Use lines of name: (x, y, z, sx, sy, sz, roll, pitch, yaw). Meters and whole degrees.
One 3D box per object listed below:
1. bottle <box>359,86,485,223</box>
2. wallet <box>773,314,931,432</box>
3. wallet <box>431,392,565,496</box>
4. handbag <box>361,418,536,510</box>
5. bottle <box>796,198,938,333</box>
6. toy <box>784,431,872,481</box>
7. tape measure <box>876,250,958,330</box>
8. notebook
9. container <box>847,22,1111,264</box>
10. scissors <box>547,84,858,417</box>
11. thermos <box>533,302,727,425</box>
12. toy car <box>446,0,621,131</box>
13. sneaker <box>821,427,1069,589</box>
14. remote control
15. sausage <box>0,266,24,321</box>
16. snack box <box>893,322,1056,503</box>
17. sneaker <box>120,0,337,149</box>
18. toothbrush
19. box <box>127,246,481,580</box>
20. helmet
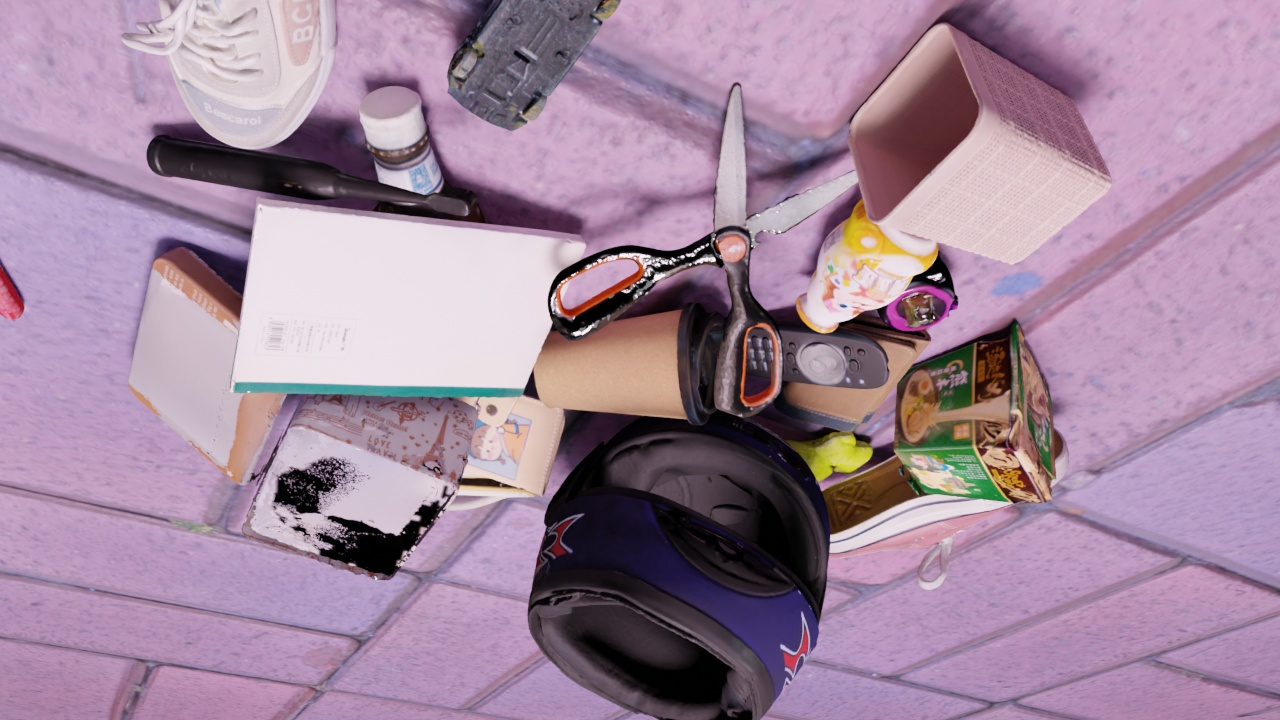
bottle: (-0.143, -0.090, 0.609, 0.080, 0.044, 0.195, -7, 142, -3)
wallet: (0.172, 0.010, 0.751, 0.090, 0.033, 0.116, 11, 138, -12)
wallet: (-0.123, 0.056, 0.757, 0.115, 0.024, 0.087, 18, 110, 6)
handbag: (-0.175, 0.108, 0.863, 0.163, 0.063, 0.179, 3, 147, -1)
bottle: (0.150, -0.063, 0.626, 0.063, 0.063, 0.109, 16, 141, -20)
toy: (0.161, 0.093, 0.861, 0.100, 0.031, 0.096, -30, 136, 33)
tape measure: (0.198, -0.048, 0.664, 0.057, 0.039, 0.058, -15, 141, 19)
notebook: (-0.154, -0.031, 0.614, 0.208, 0.012, 0.151, 2, 131, -31)
container: (0.197, -0.119, 0.533, 0.110, 0.089, 0.090, 14, 141, -24)
scissors: (0.049, -0.056, 0.595, 0.235, 0.021, 0.221, -18, 117, 7)
thermos: (-0.004, 0.004, 0.703, 0.143, 0.092, 0.093, -2, 144, 18)
toy car: (-0.058, -0.179, 0.497, 0.054, 0.036, 0.121, 27, 126, -30)
sneaker: (0.273, 0.131, 0.840, 0.241, 0.118, 0.088, -26, 124, 20)
remote control: (0.126, -0.007, 0.707, 0.137, 0.024, 0.053, 7, 128, 30)
sausage: (-0.470, -0.078, 0.648, 0.020, 0.020, 0.156, 6, 142, -7)
snack box: (0.270, 0.050, 0.751, 0.106, 0.117, 0.118, -10, 141, 33)
sneaker: (-0.199, -0.182, 0.447, 0.089, 0.090, 0.243, 12, 142, -13)
toothbrush: (-0.198, -0.109, 0.551, 0.213, 0.027, 0.026, 10, 130, 12)
box: (-0.275, 0.050, 0.707, 0.259, 0.110, 0.179, 26, 133, -17)
helmet: (0.043, 0.155, 0.762, 0.247, 0.239, 0.316, 28, 150, 2)
